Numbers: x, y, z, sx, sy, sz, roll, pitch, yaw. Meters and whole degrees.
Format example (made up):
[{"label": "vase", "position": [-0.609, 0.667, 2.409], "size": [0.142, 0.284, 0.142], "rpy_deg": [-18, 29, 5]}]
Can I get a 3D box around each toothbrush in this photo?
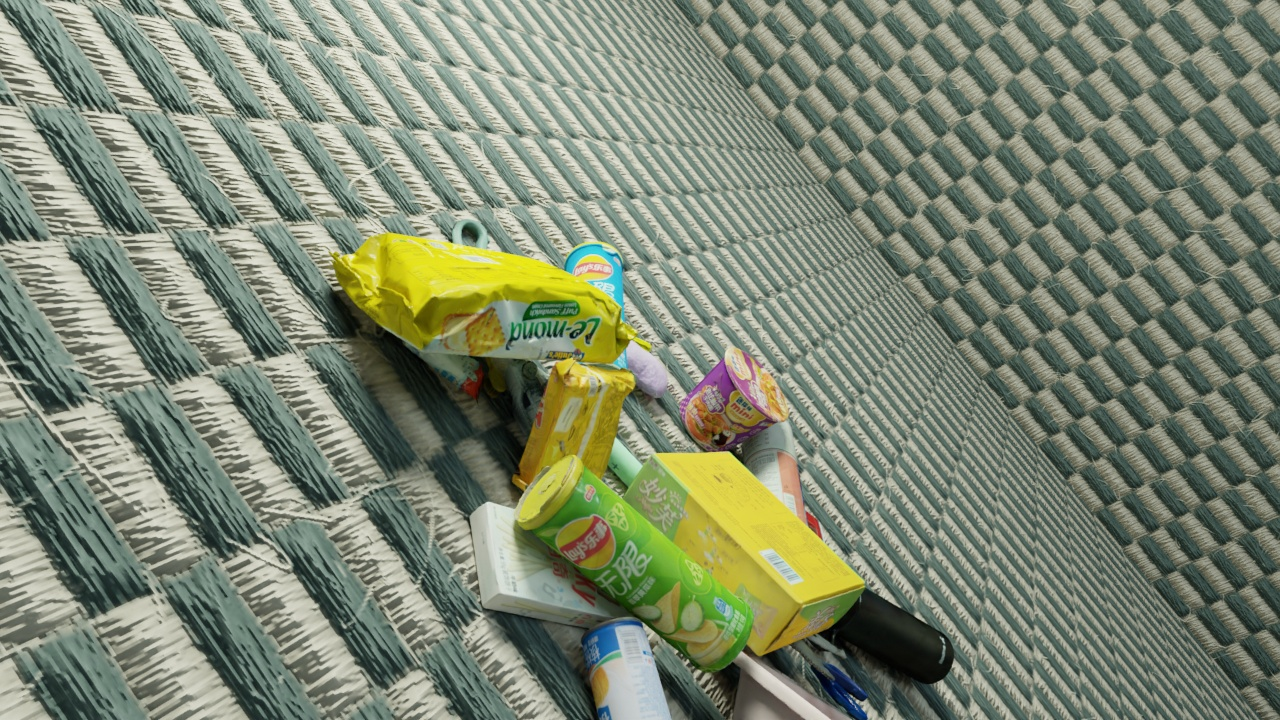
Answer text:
[{"label": "toothbrush", "position": [-0.072, 0.049, 0.937], "size": [0.224, 0.027, 0.026], "rpy_deg": [47, 54, -5]}, {"label": "toothbrush", "position": [-0.171, -0.041, 0.914], "size": [0.015, 0.017, 0.190], "rpy_deg": [15, 41, -49]}]

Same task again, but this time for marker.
[{"label": "marker", "position": [-0.033, -0.033, 1.126], "size": [0.124, 0.015, 0.018], "rpy_deg": [25, 31, -38]}]

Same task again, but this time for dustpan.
[{"label": "dustpan", "position": [0.188, 0.319, 0.780], "size": [0.222, 0.274, 0.138], "rpy_deg": [40, 52, -26]}]

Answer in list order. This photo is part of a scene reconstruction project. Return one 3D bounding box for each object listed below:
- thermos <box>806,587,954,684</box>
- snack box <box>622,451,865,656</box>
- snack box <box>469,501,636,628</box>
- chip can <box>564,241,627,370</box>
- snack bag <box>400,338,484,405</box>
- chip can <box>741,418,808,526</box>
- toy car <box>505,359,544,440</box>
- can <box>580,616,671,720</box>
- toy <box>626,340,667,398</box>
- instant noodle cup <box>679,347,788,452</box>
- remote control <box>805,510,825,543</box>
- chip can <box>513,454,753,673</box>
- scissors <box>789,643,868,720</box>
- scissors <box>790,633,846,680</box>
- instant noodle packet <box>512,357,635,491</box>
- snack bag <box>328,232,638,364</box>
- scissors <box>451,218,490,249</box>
[{"label": "thermos", "position": [0.270, 0.321, 1.079], "size": [0.242, 0.069, 0.089], "rpy_deg": [32, 66, -30]}, {"label": "snack box", "position": [0.101, 0.181, 0.911], "size": [0.210, 0.070, 0.157], "rpy_deg": [43, 20, 30]}, {"label": "snack box", "position": [-0.069, 0.176, 0.765], "size": [0.156, 0.027, 0.084], "rpy_deg": [25, 35, -40]}, {"label": "chip can", "position": [-0.050, -0.044, 1.030], "size": [0.071, 0.071, 0.209], "rpy_deg": [33, 33, -30]}, {"label": "snack bag", "position": [-0.180, -0.004, 0.833], "size": [0.104, 0.026, 0.048], "rpy_deg": [40, 20, -18]}, {"label": "chip can", "position": [0.161, 0.154, 1.115], "size": [0.071, 0.071, 0.214], "rpy_deg": [39, 28, -22]}, {"label": "toy car", "position": [-0.105, 0.042, 0.877], "size": [0.034, 0.043, 0.090], "rpy_deg": [-20, 73, -27]}, {"label": "can", "position": [-0.005, 0.270, 0.704], "size": [0.053, 0.053, 0.134], "rpy_deg": [24, 35, -42]}, {"label": "toy", "position": [-0.006, 0.006, 1.085], "size": [0.108, 0.039, 0.083], "rpy_deg": [37, 28, -30]}, {"label": "instant noodle cup", "position": [0.110, 0.057, 1.133], "size": [0.111, 0.099, 0.111], "rpy_deg": [38, 26, -23]}, {"label": "remote control", "position": [0.212, 0.239, 1.140], "size": [0.056, 0.020, 0.135], "rpy_deg": [38, 27, -24]}, {"label": "chip can", "position": [0.000, 0.172, 0.762], "size": [0.221, 0.073, 0.072], "rpy_deg": [43, 26, -16]}, {"label": "scissors", "position": [0.178, 0.308, 0.929], "size": [0.162, 0.012, 0.173], "rpy_deg": [38, 2, -38]}, {"label": "scissors", "position": [0.112, 0.234, 0.932], "size": [0.189, 0.015, 0.226], "rpy_deg": [23, 19, -29]}, {"label": "instant noodle packet", "position": [-0.059, 0.060, 0.833], "size": [0.044, 0.128, 0.110], "rpy_deg": [25, 9, 32]}, {"label": "snack bag", "position": [-0.138, -0.057, 0.828], "size": [0.246, 0.068, 0.158], "rpy_deg": [4, 19, -46]}, {"label": "scissors", "position": [-0.157, -0.095, 1.008], "size": [0.181, 0.019, 0.169], "rpy_deg": [53, 26, 5]}]
